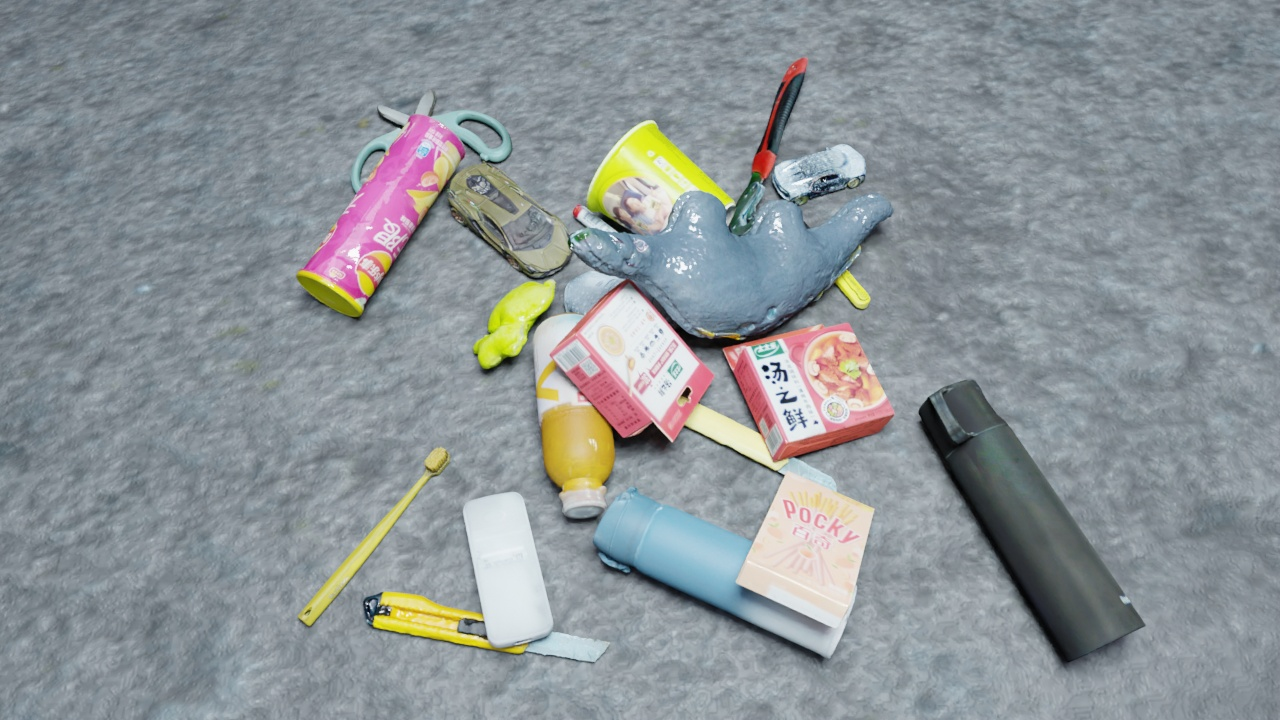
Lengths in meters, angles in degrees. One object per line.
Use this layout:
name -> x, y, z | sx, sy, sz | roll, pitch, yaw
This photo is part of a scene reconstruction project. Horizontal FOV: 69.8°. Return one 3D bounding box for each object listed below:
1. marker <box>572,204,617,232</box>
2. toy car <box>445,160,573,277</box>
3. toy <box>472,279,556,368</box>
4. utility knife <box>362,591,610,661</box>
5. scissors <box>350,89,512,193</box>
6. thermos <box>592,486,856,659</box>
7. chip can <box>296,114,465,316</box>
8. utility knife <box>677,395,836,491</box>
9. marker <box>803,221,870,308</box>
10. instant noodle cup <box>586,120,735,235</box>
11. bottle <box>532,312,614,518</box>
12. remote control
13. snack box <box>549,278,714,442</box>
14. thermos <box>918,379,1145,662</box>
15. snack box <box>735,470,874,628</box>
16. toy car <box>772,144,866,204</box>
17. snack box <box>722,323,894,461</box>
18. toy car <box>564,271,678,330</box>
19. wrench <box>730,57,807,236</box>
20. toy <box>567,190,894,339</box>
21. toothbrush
marker -> -0.015, -0.118, 0.955 | 0.145, 0.017, 0.017 | 39, 69, 19
toy car -> -0.136, -0.149, 0.961 | 0.158, 0.042, 0.070 | 40, 70, 17
toy -> -0.124, -0.039, 0.895 | 0.097, 0.031, 0.100 | -24, 37, 26
utility knife -> -0.133, 0.225, 0.776 | 0.216, 0.015, 0.033 | 9, 65, 5
scissors -> -0.232, -0.233, 1.018 | 0.170, 0.019, 0.171 | 14, 62, 9
thermos -> 0.067, 0.176, 0.773 | 0.220, 0.070, 0.070 | 21, 64, 13
chip can -> -0.260, -0.150, 0.933 | 0.071, 0.071, 0.210 | 23, 70, 13
utility knife -> 0.091, 0.073, 0.850 | 0.204, 0.021, 0.030 | 25, 69, 20
marker -> 0.195, -0.102, 0.944 | 0.018, 0.015, 0.124 | -25, 63, -18
instant noodle cup -> 0.027, -0.162, 0.933 | 0.123, 0.112, 0.111 | 39, 69, 10
bottle -> -0.060, 0.049, 0.838 | 0.068, 0.068, 0.189 | -6, 62, -3
remote control -> -0.115, 0.178, 0.790 | 0.055, 0.020, 0.135 | -11, 56, -13
snack box -> -0.005, 0.005, 0.833 | 0.127, 0.044, 0.113 | 49, 39, -8
thermos -> 0.319, 0.130, 0.781 | 0.069, 0.089, 0.242 | -41, 61, 27
snack box -> 0.139, 0.150, 0.755 | 0.084, 0.026, 0.156 | 23, 27, 12
toy car -> 0.195, -0.204, 0.989 | 0.105, 0.031, 0.049 | -18, 64, -10
snack box -> 0.155, 0.018, 0.856 | 0.113, 0.044, 0.127 | -14, 63, -16
toy car -> -0.017, -0.059, 0.914 | 0.121, 0.037, 0.054 | 10, 63, 10
wrench -> 0.143, -0.235, 1.001 | 0.016, 0.056, 0.272 | 35, 56, -25
toy -> 0.091, -0.089, 0.867 | 0.355, 0.138, 0.091 | -7, 25, -28
toothbrush -> -0.234, 0.152, 0.815 | 0.016, 0.017, 0.189 | 31, 67, 17
